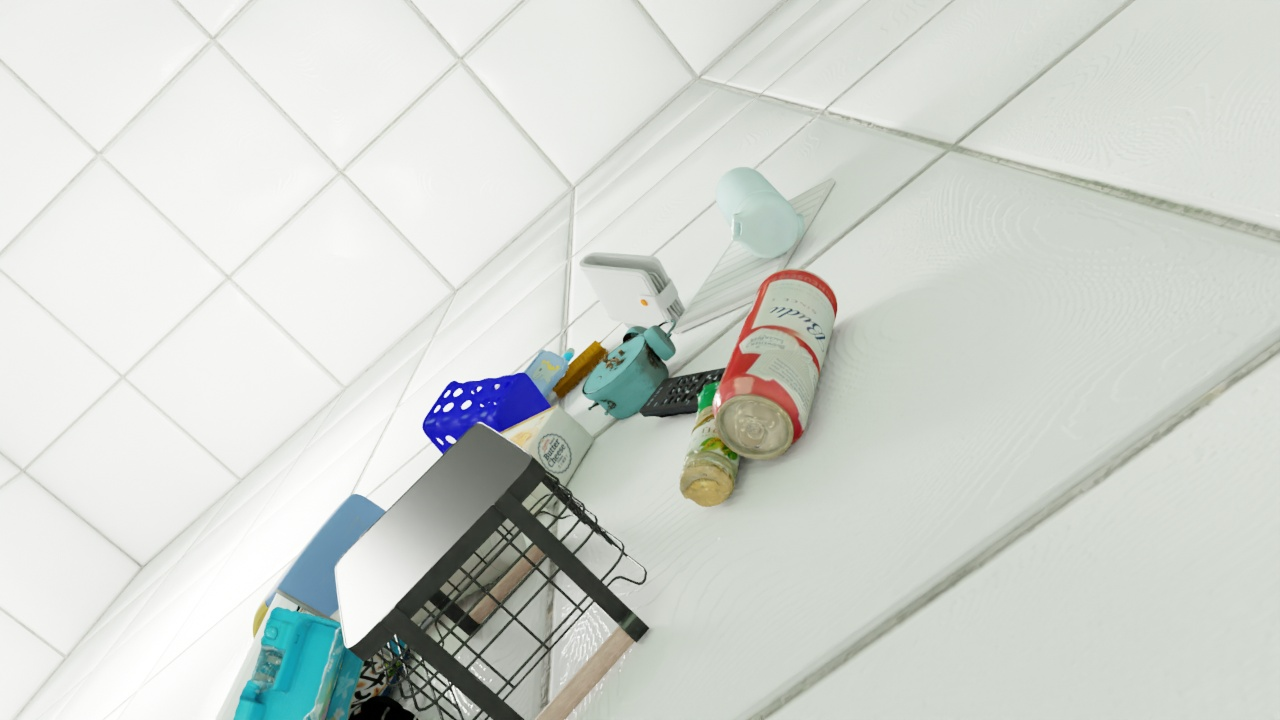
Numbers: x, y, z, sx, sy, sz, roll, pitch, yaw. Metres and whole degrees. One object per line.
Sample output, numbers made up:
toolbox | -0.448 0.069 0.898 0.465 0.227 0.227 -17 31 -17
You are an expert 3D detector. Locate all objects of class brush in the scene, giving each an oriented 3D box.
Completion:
brush | -0.062 -0.003 1.154 0.126 0.017 0.048 -43 16 -1

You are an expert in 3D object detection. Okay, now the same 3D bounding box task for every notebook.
notebook | 0.127 -0.117 1.023 0.143 0.009 0.209 -23 26 47

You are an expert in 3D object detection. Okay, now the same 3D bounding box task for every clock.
clock | -0.204 0.297 0.684 0.120 0.042 0.091 -50 18 -24
clock | -0.005 0.005 0.942 0.124 0.053 0.090 -46 18 -13

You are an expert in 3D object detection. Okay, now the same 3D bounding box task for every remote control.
remote control | 0.057 0.029 0.800 0.047 0.022 0.151 -51 20 -28

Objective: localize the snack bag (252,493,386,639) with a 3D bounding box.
snack bag | -0.358 0.267 1.035 0.206 0.102 0.158 -45 11 41

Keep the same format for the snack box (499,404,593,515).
snack box | -0.151 0.126 0.965 0.208 0.057 0.104 -26 23 42

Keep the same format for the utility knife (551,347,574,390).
utility knife | -0.131 0.045 1.198 0.031 0.015 0.174 -20 29 56

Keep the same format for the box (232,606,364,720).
box | -0.237 0.287 0.604 0.182 0.071 0.226 -14 57 55

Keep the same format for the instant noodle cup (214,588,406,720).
instant noodle cup | -0.276 0.270 0.742 0.124 0.123 0.121 -12 44 60

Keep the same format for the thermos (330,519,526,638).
thermos | -0.206 0.215 0.857 0.225 0.052 0.052 -33 19 21

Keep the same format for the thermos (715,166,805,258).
thermos | 0.127 -0.166 1.013 0.078 0.065 0.206 2 21 -3

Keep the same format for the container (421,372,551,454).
container | -0.173 0.070 1.061 0.114 0.085 0.084 -9 39 34

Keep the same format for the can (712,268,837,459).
can | 0.103 -0.002 0.687 0.067 0.067 0.169 -29 21 37

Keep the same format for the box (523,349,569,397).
box | -0.175 0.071 1.164 0.209 0.034 0.127 -52 18 -8

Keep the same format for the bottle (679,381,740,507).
bottle | 0.056 0.060 0.683 0.043 0.043 0.110 -33 19 29

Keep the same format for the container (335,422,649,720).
container | -0.112 0.157 0.668 0.162 0.130 0.241 -46 17 -12

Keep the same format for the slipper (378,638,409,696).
slipper | -0.332 0.346 0.830 0.295 0.060 0.118 -39 20 9

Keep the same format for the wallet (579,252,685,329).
wallet | -0.003 -0.070 1.068 0.119 0.115 0.037 11 52 43
